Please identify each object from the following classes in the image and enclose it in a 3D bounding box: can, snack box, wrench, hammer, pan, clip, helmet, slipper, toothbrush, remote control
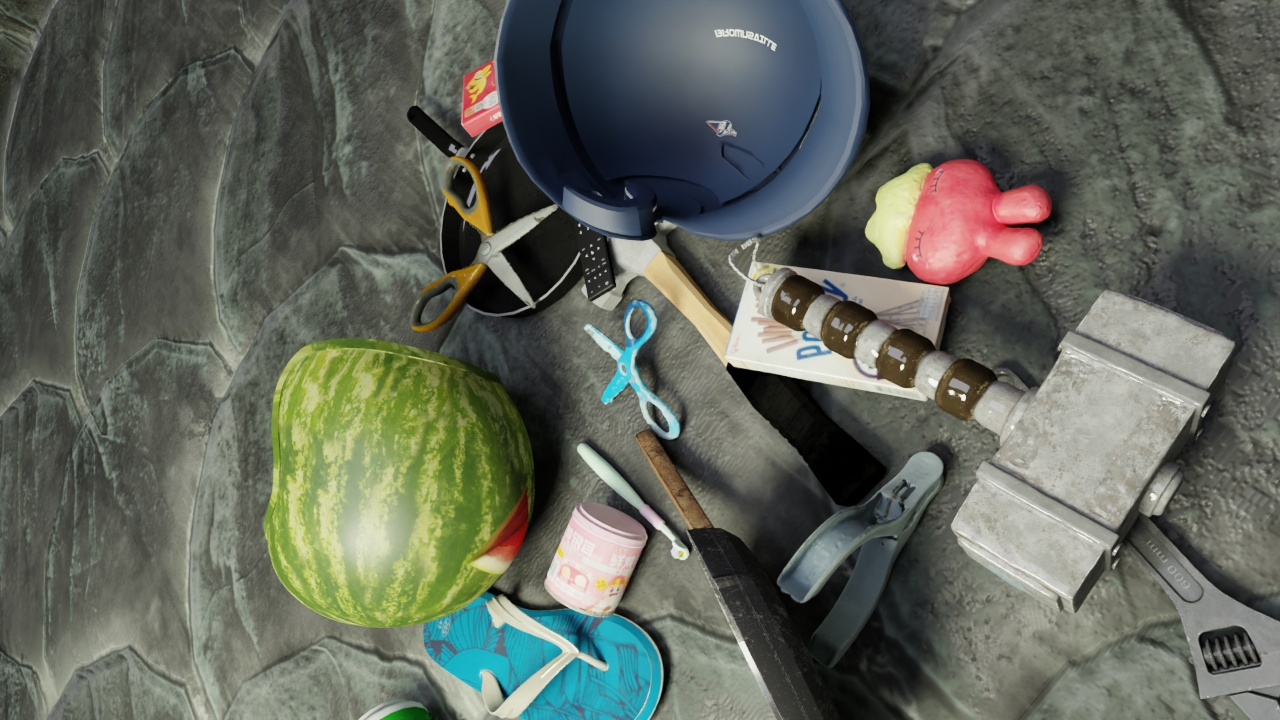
[{"bbox_3d":[-0.211,0.391,0.850,0.140,0.087,0.088,41,105,37],"label":"can"},{"bbox_3d":[-0.126,-0.295,0.955,0.133,0.021,0.089,-22,50,20],"label":"snack box"},{"bbox_3d":[0.304,0.105,0.560,0.073,0.018,0.273,-46,55,20],"label":"wrench"},{"bbox_3d":[0.075,-0.013,0.754,0.131,0.039,0.328,-50,55,16],"label":"hammer"},{"bbox_3d":[-0.158,-0.190,0.977,0.356,0.034,0.226,44,107,36],"label":"pan"},{"bbox_3d":[0.141,0.147,0.621,0.032,0.164,0.166,32,118,34],"label":"clip"},{"bbox_3d":[-0.038,0.167,0.779,0.067,0.067,0.076,28,97,39],"label":"can"},{"bbox_3d":[0.051,-0.215,0.705,0.272,0.222,0.233,28,127,30],"label":"helmet"},{"bbox_3d":[-0.109,0.267,0.819,0.295,0.060,0.118,5,86,39],"label":"slipper"},{"bbox_3d":[0.065,0.156,0.668,0.040,0.208,0.356,-25,39,-2],"label":"pan"},{"bbox_3d":[0.182,0.004,0.601,0.326,0.079,0.177,32,87,33],"label":"hammer"},{"bbox_3d":[-0.010,0.119,0.801,0.015,0.022,0.155,-35,50,-17],"label":"toothbrush"},{"bbox_3d":[-0.046,-0.119,0.842,0.030,0.009,0.140,-29,58,29],"label":"remote control"},{"bbox_3d":[0.144,-0.024,0.679,0.150,0.026,0.082,10,77,25],"label":"snack box"},{"bbox_3d":[-0.214,0.118,0.833,0.243,0.213,0.247,8,81,20],"label":"helmet"}]

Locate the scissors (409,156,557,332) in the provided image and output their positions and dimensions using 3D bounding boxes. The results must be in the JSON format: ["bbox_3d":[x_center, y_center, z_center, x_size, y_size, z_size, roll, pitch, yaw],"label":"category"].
[{"bbox_3d":[-0.171,-0.121,0.940,0.226,0.016,0.229,-31,64,29],"label":"scissors"}]

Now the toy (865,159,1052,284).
[{"bbox_3d":[0.222,-0.098,0.651,0.135,0.045,0.091,20,94,45],"label":"toy"}]

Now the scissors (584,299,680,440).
[{"bbox_3d":[-0.005,0.004,0.794,0.134,0.011,0.140,47,140,27],"label":"scissors"}]
